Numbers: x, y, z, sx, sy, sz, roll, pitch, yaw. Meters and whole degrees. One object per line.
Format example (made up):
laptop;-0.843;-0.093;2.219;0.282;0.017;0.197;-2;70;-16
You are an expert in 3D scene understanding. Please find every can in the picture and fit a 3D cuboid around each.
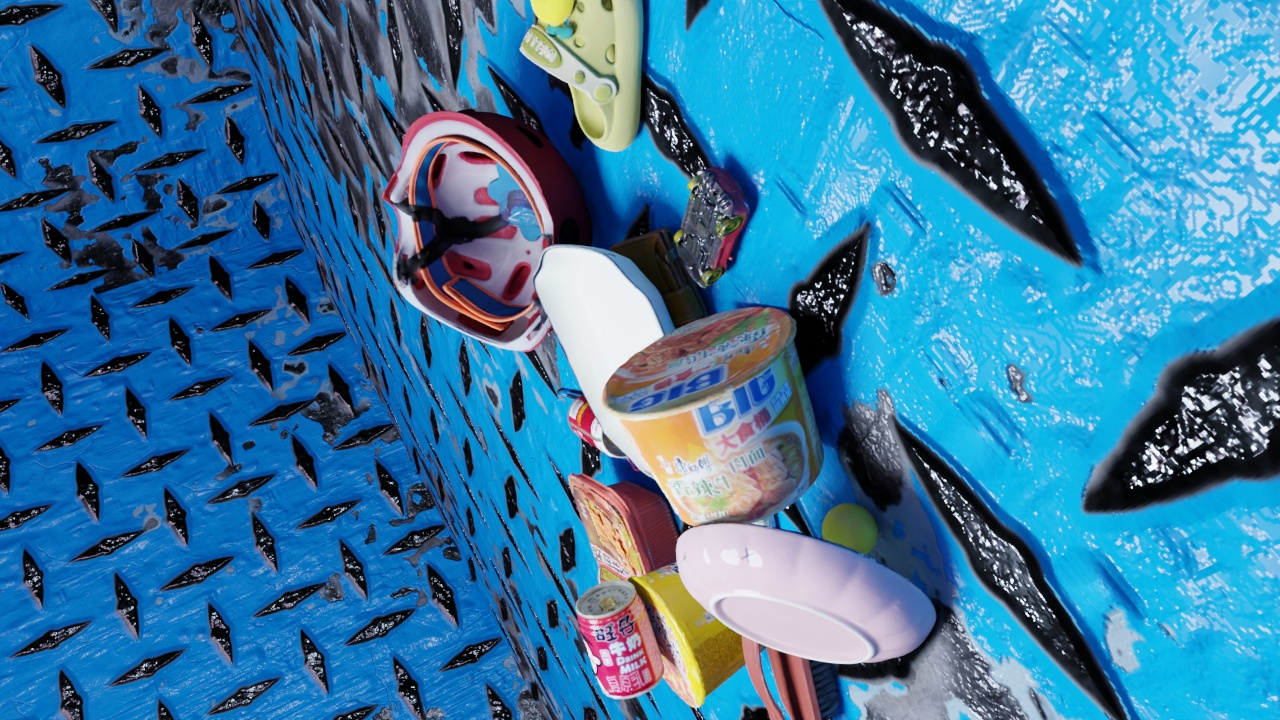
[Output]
can;-0.037;0.069;0.986;0.053;0.053;0.133;70;164;-11
can;-0.020;0.267;0.882;0.066;0.066;0.094;17;127;62

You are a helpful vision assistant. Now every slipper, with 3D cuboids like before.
slipper;-0.047;-0.241;0.705;0.091;0.081;0.191;44;152;38

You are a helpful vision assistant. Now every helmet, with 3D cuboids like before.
helmet;-0.135;-0.143;0.910;0.207;0.143;0.240;20;126;21

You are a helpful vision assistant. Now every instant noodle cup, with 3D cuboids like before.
instant noodle cup;0.065;0.252;0.909;0.138;0.109;0.138;48;152;36
instant noodle cup;0.061;0.044;0.675;0.151;0.151;0.111;18;136;62
instant noodle cup;-0.010;0.214;1.083;0.165;0.079;0.189;12;125;63

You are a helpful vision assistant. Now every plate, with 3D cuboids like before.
plate;0.113;0.179;0.667;0.192;0.039;0.193;16;151;9
plate;-0.005;0.005;0.822;0.162;0.034;0.266;12;134;48

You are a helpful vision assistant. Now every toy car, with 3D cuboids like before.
toy car;0.053;-0.097;0.685;0.049;0.031;0.106;57;156;23

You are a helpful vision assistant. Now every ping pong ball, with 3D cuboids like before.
ping pong ball;0.153;0.125;0.671;0.040;0.040;0.040;49;153;36

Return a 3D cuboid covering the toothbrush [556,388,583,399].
toothbrush;-0.071;0.047;1.143;0.016;0.014;0.190;47;164;-18

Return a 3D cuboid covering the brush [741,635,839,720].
brush;0.135;0.287;0.839;0.063;0.069;0.146;26;135;60

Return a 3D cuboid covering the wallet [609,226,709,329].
wallet;0.027;-0.049;0.800;0.130;0.035;0.119;67;162;-9

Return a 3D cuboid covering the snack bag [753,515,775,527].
snack bag;0.106;0.149;0.823;0.048;0.026;0.104;-121;18;-61

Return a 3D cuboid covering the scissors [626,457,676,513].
scissors;0.008;0.112;1.020;0.133;0.017;0.130;63;157;12
